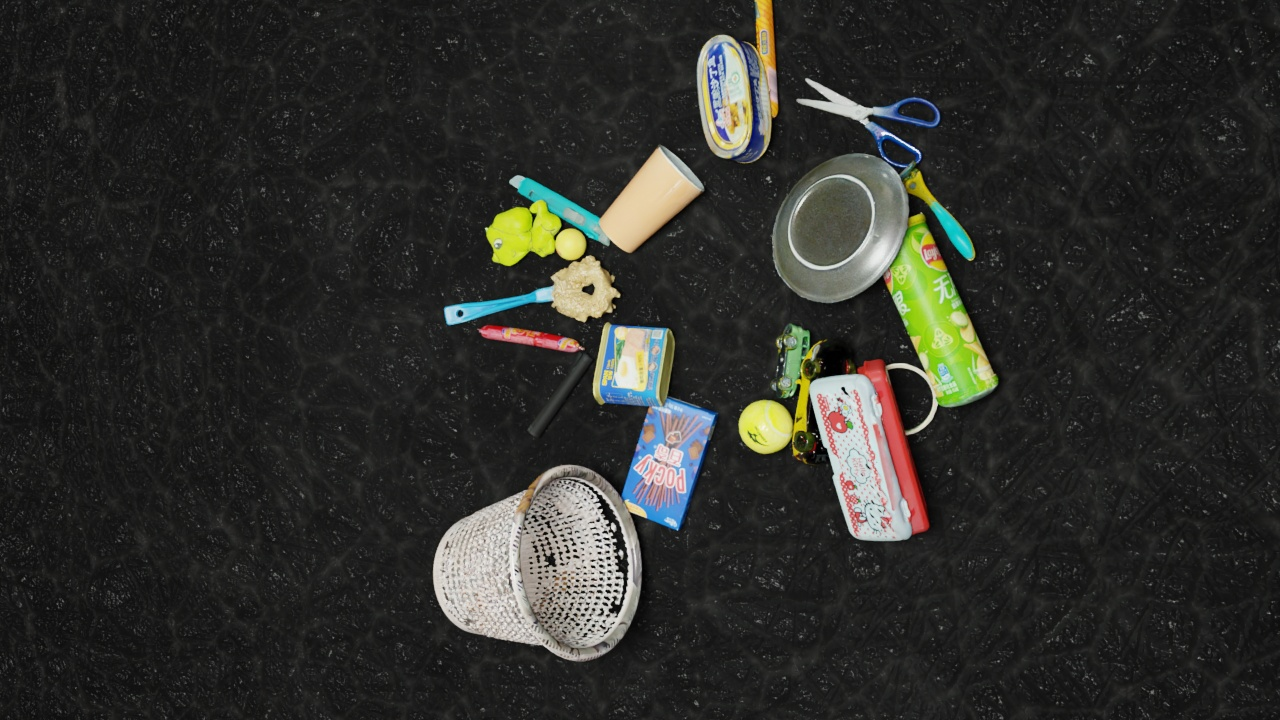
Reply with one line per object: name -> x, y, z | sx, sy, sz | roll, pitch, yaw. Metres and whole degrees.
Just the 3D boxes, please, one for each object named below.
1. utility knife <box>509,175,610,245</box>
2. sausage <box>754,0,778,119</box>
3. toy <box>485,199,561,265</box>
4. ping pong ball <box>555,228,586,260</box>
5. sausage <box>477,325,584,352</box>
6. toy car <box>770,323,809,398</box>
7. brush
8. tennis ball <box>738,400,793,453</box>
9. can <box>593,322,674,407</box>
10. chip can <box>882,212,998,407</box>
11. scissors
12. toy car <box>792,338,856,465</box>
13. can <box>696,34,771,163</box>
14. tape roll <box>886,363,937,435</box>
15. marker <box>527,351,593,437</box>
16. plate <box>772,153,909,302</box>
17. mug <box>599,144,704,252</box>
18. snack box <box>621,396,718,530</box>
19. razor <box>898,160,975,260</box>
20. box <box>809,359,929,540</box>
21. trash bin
utility knife -> -0.105, -0.200, 1.203 | 0.164, 0.013, 0.029 | 31, 100, 13
sausage -> 0.153, -0.371, 1.115 | 0.021, 0.021, 0.165 | -3, 91, 16
toy -> -0.155, -0.168, 1.209 | 0.100, 0.031, 0.097 | 18, 101, 12
ping pong ball -> -0.090, -0.150, 1.186 | 0.040, 0.040, 0.040 | 1, 92, 16
sausage -> -0.146, -0.030, 1.219 | 0.156, 0.020, 0.020 | 9, 95, 16
toy car -> 0.181, 0.002, 1.109 | 0.036, 0.043, 0.091 | 12, 87, -7
brush -> -0.146, -0.080, 1.210 | 0.255, 0.045, 0.083 | -9, 93, 20
tennis ball -> 0.152, 0.080, 1.110 | 0.065, 0.065, 0.065 | 1, 92, 16
can -> -0.007, 0.007, 1.147 | 0.083, 0.057, 0.102 | 4, 69, 14
chip can -> 0.333, -0.055, 1.048 | 0.073, 0.072, 0.221 | -24, 85, 16
scissors -> 0.267, -0.282, 1.091 | 0.171, 0.012, 0.141 | -6, 90, 18
toy car -> 0.217, 0.049, 1.091 | 0.041, 0.071, 0.156 | 18, 106, 58
can -> 0.112, -0.314, 1.104 | 0.075, 0.049, 0.148 | -7, 90, 37
tape roll -> 0.308, 0.046, 1.089 | 0.086, 0.014, 0.086 | 1, 92, 16
marker -> -0.106, 0.045, 1.208 | 0.132, 0.022, 0.020 | -54, 42, 11
plate -> 0.223, -0.156, 1.058 | 0.180, 0.024, 0.179 | -14, 69, 40
mug -> 0.009, -0.197, 1.140 | 0.123, 0.078, 0.078 | -43, 80, 18
snack box -> 0.035, 0.128, 1.166 | 0.084, 0.026, 0.157 | 19, 97, 16
razor -> 0.344, -0.169, 1.063 | 0.132, 0.028, 0.043 | 53, 130, 11
box -> 0.257, 0.107, 1.051 | 0.099, 0.095, 0.201 | -15, 99, 16
trash bin -> -0.140, 0.256, 1.133 | 0.193, 0.226, 0.227 | -16, 87, 36
